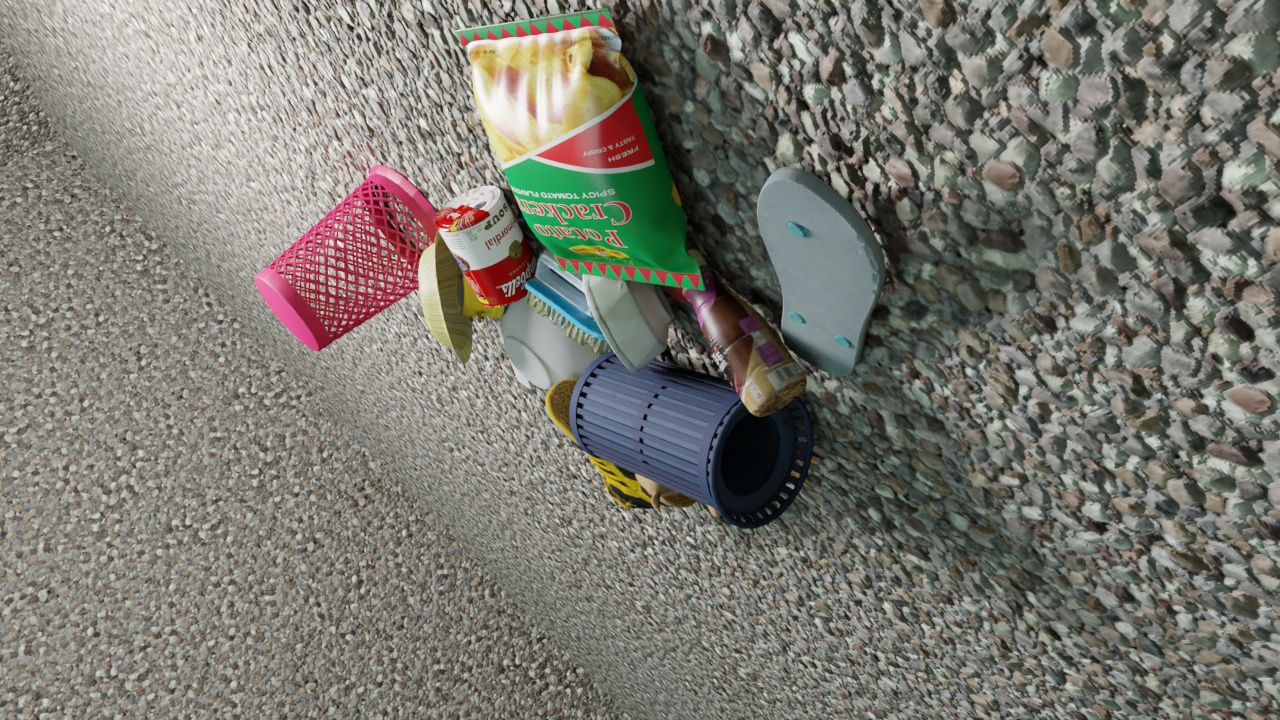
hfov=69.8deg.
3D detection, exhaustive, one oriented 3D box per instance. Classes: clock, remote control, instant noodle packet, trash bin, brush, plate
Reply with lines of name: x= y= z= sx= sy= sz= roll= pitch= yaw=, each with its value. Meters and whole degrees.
clock: x=-0.206 y=-0.108 z=1.185 sx=0.083 sy=0.057 sz=0.119 roll=-165 pitch=73 yaw=-69
remote control: x=-0.187 y=-0.007 z=1.380 sx=0.033 sy=0.012 sz=0.131 roll=32 pitch=152 yaw=34
instant noodle packet: x=-0.053 y=-0.177 z=0.810 sx=0.196 sy=0.090 sz=0.253 roll=13 pitch=136 yaw=43
trash bin: x=0.041 y=0.071 z=0.967 sx=0.250 sy=0.139 sz=0.139 roll=16 pitch=142 yaw=49
brush: x=-0.066 y=-0.065 z=1.053 sx=0.136 sy=0.055 sz=0.075 roll=37 pitch=135 yaw=20
plate: x=-0.263 y=-0.085 z=1.214 sx=0.184 sy=0.036 sz=0.184 roll=-3 pitch=-96 yaw=-89

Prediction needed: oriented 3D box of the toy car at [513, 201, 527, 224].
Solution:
toy car: x=-0.102 y=-0.178 z=0.944 sx=0.034 sy=0.046 sz=0.112 roll=48 pitch=154 yaw=9

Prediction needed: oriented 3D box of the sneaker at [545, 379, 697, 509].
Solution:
sneaker: x=-0.035 y=0.116 z=1.215 sx=0.238 sy=0.085 sz=0.122 roll=39 pitch=155 yaw=-9

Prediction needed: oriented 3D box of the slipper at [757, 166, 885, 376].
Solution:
slipper: x=0.153 y=-0.066 z=0.718 sx=0.098 sy=0.054 sz=0.269 roll=31 pitch=162 yaw=26

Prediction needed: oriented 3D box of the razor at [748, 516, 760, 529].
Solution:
razor: x=0.099 y=0.153 z=1.160 sx=0.144 sy=0.022 sz=0.042 roll=45 pitch=-164 yaw=12

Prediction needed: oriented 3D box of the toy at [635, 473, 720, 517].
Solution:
toy: x=0.054 y=0.135 z=1.100 sx=0.134 sy=0.108 sz=0.105 roll=105 pitch=156 yaw=-44

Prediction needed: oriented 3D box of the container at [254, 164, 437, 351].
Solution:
container: x=-0.399 y=-0.131 z=1.271 sx=0.183 sy=0.225 sz=0.183 roll=37 pitch=154 yaw=21

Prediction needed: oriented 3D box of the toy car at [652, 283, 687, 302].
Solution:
toy car: x=0.020 y=-0.094 z=0.894 sx=0.091 sy=0.036 sz=0.042 roll=44 pitch=156 yaw=-8

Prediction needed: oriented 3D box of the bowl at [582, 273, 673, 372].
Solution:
bowl: x=-0.005 y=-0.052 z=0.938 sx=0.117 sy=0.061 sz=0.117 roll=59 pitch=-168 yaw=-21

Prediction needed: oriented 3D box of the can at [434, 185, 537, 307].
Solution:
can: x=-0.178 y=-0.134 z=1.082 sx=0.087 sy=0.086 sz=0.116 roll=20 pitch=145 yaw=44

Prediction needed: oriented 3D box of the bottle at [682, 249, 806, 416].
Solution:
bottle: x=0.083 y=-0.030 z=0.837 sx=0.166 sy=0.059 sz=0.060 roll=57 pitch=159 yaw=17

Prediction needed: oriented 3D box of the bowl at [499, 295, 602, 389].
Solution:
bowl: x=-0.128 y=-0.014 z=1.210 sx=0.176 sy=0.066 sz=0.177 roll=36 pitch=154 yaw=21

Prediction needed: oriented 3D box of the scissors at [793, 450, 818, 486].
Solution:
scissors: x=0.142 y=0.086 z=0.997 sx=0.125 sy=0.011 sz=0.128 roll=20 pitch=145 yaw=46
